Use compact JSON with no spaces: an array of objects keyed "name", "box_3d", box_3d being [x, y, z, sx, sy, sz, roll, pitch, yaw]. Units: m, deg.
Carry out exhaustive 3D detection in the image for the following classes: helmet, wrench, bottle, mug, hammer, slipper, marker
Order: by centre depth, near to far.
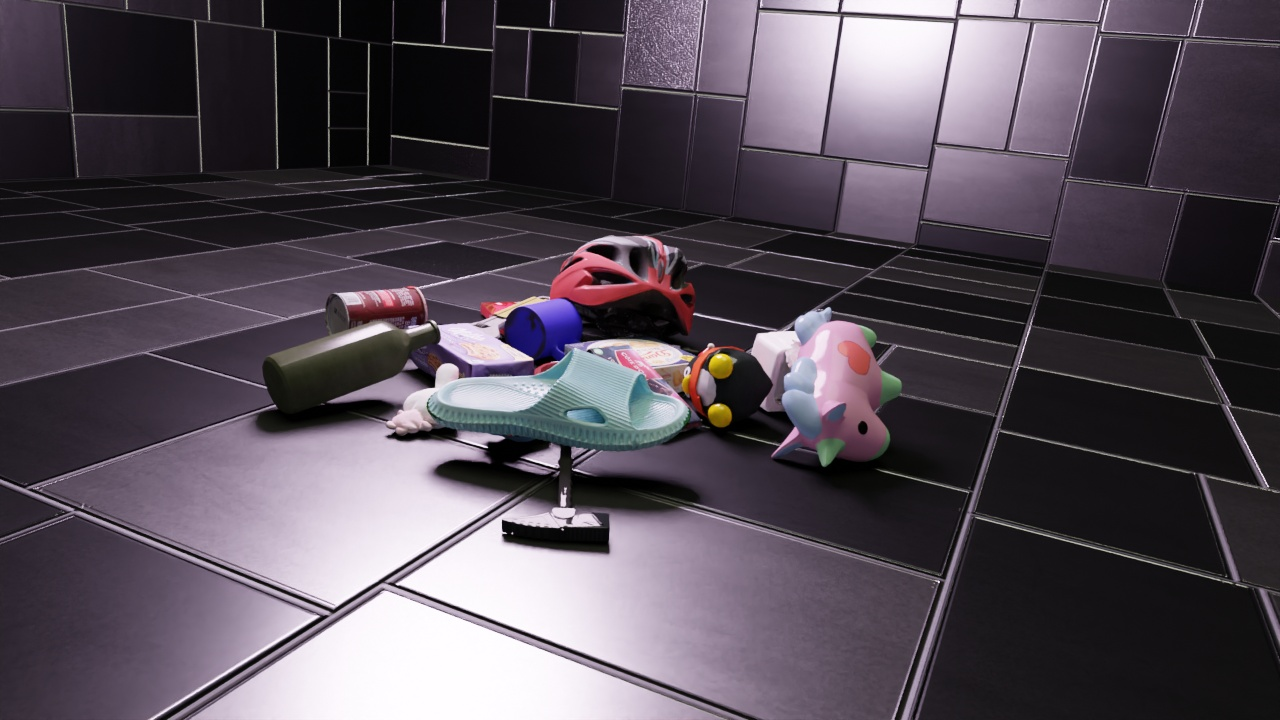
[{"name":"hammer","box_3d":[-0.084,0.083,0.945,0.095,0.015,0.324,2,25,-4]},{"name":"slipper","box_3d":[-0.085,0.038,0.947,0.276,0.070,0.115,5,28,4]},{"name":"bottle","box_3d":[-0.331,-0.003,1.078,0.206,0.071,0.071,-24,32,-38]},{"name":"mug","box_3d":[-0.129,-0.035,1.325,0.111,0.079,0.083,42,31,20]},{"name":"marker","box_3d":[0.024,-0.016,1.396,0.145,0.019,0.019,5,16,-1]},{"name":"wrench","box_3d":[-0.202,-0.064,1.410,0.084,0.018,0.272,13,20,20]},{"name":"helmet","box_3d":[-0.027,-0.108,1.436,0.217,0.167,0.272,15,-8,-25]}]

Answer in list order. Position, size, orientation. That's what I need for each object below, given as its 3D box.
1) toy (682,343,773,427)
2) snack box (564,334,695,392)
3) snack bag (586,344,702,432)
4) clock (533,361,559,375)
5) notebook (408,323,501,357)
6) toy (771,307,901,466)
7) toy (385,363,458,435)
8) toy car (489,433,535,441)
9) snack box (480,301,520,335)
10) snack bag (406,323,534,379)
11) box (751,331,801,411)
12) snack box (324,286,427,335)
[{"name":"toy","box_3d":[0.099,0.028,1.148,0.099,0.097,0.119,-6,11,-34]},{"name":"snack box","box_3d":[-0.007,0.007,1.264,0.144,0.043,0.145,-8,20,-36]},{"name":"snack bag","box_3d":[0.003,0.033,1.118,0.074,0.018,0.155,-7,44,-47]},{"name":"clock","box_3d":[-0.085,0.034,1.137,0.096,0.048,0.137,8,18,7]},{"name":"notebook","box_3d":[-0.309,-0.031,1.346,0.206,0.016,0.149,2,16,-12]},{"name":"toy","box_3d":[0.221,0.025,1.073,0.170,0.120,0.222,5,55,-35]},{"name":"toy","box_3d":[-0.233,0.052,1.040,0.076,0.037,0.125,18,40,25]},{"name":"toy car","box_3d":[-0.129,0.074,1.025,0.060,0.027,0.107,21,12,42]},{"name":"snack box","box_3d":[-0.201,-0.070,1.498,0.089,0.021,0.133,-3,19,-24]},{"name":"snack bag","box_3d":[-0.227,0.000,1.187,0.096,0.058,0.205,-6,20,-38]},{"name":"box","box_3d":[0.217,0.026,1.178,0.109,0.103,0.130,-4,27,-31]},{"name":"snack box","box_3d":[-0.367,-0.063,1.276,0.121,0.072,0.072,-10,22,-42]}]
